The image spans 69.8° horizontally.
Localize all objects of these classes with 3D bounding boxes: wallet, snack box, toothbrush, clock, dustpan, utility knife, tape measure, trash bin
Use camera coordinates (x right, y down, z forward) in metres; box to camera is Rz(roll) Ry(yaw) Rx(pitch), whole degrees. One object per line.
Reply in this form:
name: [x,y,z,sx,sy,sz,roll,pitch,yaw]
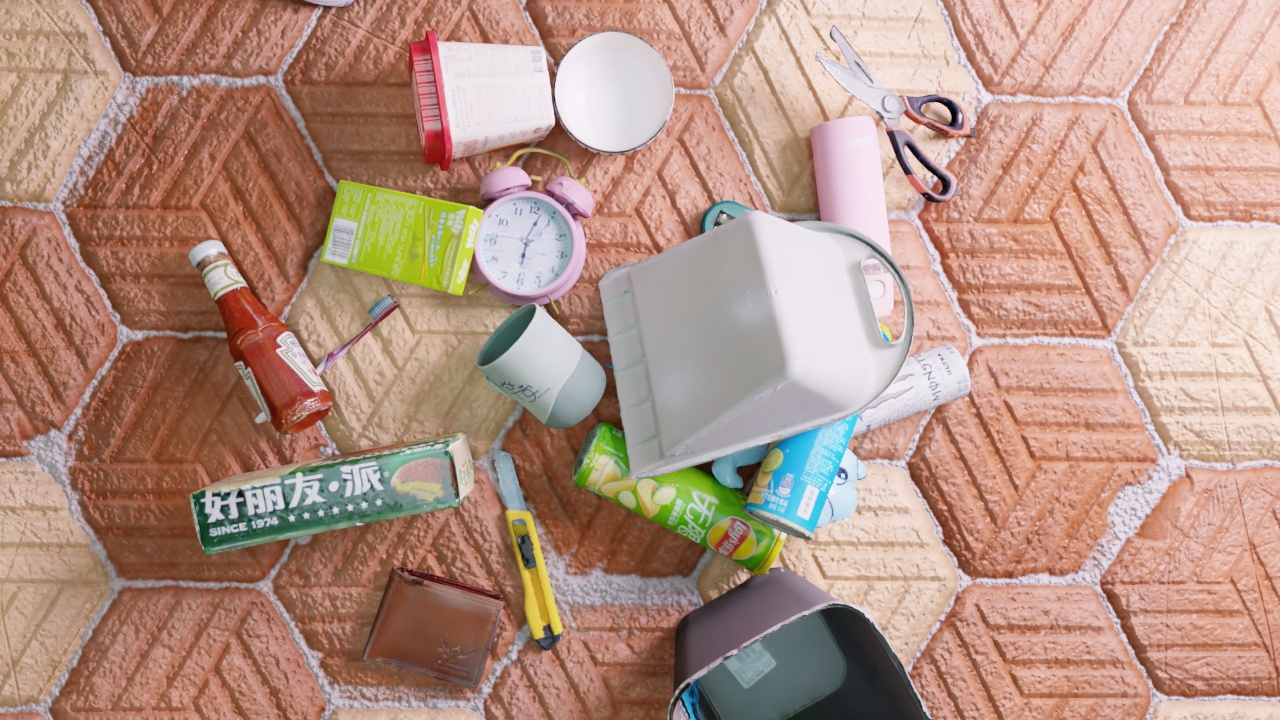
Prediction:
wallet: [-0.209,0.273,0.933,0.124,0.032,0.101,17,94,-3]
snack box: [-0.286,0.123,0.881,0.240,0.114,0.063,-10,92,-3]
toothbrush: [-0.318,-0.001,0.924,0.187,0.016,0.017,-41,86,-1]
clock: [-0.109,-0.131,0.908,0.117,0.060,0.158,11,89,-4]
dustpan: [0.111,-0.023,0.867,0.142,0.259,0.222,13,58,-43]
utility knife: [-0.119,0.194,0.941,0.033,0.015,0.218,-15,92,-5]
tape measure: [0.089,-0.135,0.934,0.054,0.025,0.058,22,90,-4]
snack box: [-0.233,-0.120,0.889,0.156,0.026,0.086,14,90,21]
trash bin: [0.131,0.311,0.856,0.198,0.220,0.199,-29,94,-3]

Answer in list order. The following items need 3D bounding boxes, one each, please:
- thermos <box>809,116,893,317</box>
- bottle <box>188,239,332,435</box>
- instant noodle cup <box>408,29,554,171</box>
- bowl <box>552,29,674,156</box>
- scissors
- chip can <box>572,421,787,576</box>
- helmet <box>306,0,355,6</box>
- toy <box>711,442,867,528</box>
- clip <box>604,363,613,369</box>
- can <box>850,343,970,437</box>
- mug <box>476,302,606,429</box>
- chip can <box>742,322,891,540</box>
thermos: [0.204,-0.138,0.918,0.087,0.067,0.198,-6,93,-14]
bottle: [-0.374,-0.026,0.893,0.060,0.060,0.206,-33,83,-1]
instant noodle cup: [-0.153,-0.250,0.881,0.124,0.116,0.116,-9,93,-14]
bowl: [-0.027,-0.257,0.904,0.116,0.066,0.116,0,93,-3]
scissors: [0.258,-0.246,0.902,0.213,0.015,0.197,-19,102,-27]
chip can: [0.039,0.136,0.918,0.221,0.072,0.072,26,90,-3]
helmet: [-0.298,-0.479,0.842,0.229,0.146,0.258,44,89,-4]
toy: [0.153,0.110,0.924,0.161,0.050,0.156,-19,70,-26]
clip: [-0.006,0.007,0.941,0.055,0.013,0.034,30,91,-4]
can: [0.255,0.032,0.932,0.146,0.058,0.058,-19,93,-2]
mug: [-0.103,0.013,0.900,0.106,0.112,0.082,43,46,-25]
chip can: [0.167,0.059,0.865,0.071,0.071,0.210,25,79,-4]
